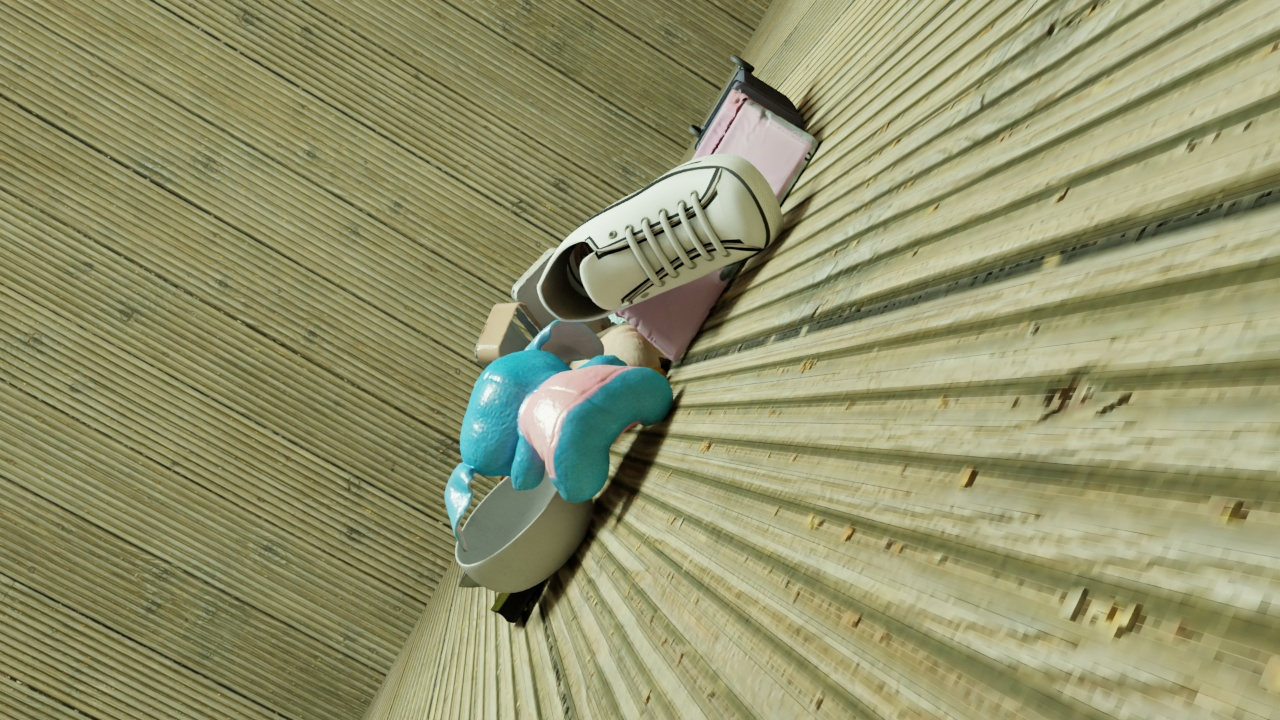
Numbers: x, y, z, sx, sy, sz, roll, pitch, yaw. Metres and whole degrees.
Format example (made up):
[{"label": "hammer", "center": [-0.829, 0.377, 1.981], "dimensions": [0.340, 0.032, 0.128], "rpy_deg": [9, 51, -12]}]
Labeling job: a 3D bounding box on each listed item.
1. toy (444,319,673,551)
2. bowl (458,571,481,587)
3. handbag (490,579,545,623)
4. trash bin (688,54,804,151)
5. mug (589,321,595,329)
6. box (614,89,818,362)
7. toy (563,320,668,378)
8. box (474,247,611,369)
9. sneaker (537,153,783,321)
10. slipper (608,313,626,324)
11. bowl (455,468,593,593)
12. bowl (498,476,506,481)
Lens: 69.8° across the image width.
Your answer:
[{"label": "toy", "center": [-0.081, 0.058, 0.767], "dimensions": [0.192, 0.099, 0.223], "rpy_deg": [7, 55, 45]}, {"label": "bowl", "center": [-0.168, 0.224, 1.148], "dimensions": [0.151, 0.057, 0.150], "rpy_deg": [-60, 5, 8]}, {"label": "handbag", "center": [-0.084, 0.176, 0.905], "dimensions": [0.177, 0.027, 0.084], "rpy_deg": [-56, 5, -20]}, {"label": "trash bin", "center": [0.109, -0.247, 0.956], "dimensions": [0.094, 0.092, 0.160], "rpy_deg": [-57, 7, 23]}, {"label": "mug", "center": [-0.077, 0.010, 1.257], "dimensions": [0.111, 0.085, 0.081], "rpy_deg": [-31, 28, 45]}, {"label": "box", "center": [0.079, -0.111, 0.840], "dimensions": [0.115, 0.099, 0.233], "rpy_deg": [46, 110, 40]}, {"label": "toy", "center": [-0.021, 0.015, 0.896], "dimensions": [0.132, 0.076, 0.176], "rpy_deg": [-31, 19, -2]}, {"label": "box", "center": [-0.082, -0.001, 0.991], "dimensions": [0.063, 0.216, 0.157], "rpy_deg": [21, 67, 39]}, {"label": "sneaker", "center": [-0.001, -0.087, 0.749], "dimensions": [0.246, 0.091, 0.096], "rpy_deg": [-13, 24, 45]}, {"label": "slipper", "center": [-0.091, 0.032, 1.377], "dimensions": [0.276, 0.069, 0.116], "rpy_deg": [-44, 14, 12]}, {"label": "bowl", "center": [-0.095, 0.151, 0.816], "dimensions": [0.132, 0.064, 0.131], "rpy_deg": [-36, 20, 15]}, {"label": "bowl", "center": [-0.170, 0.167, 1.373], "dimensions": [0.147, 0.069, 0.147], "rpy_deg": [-59, 6, 10]}]
